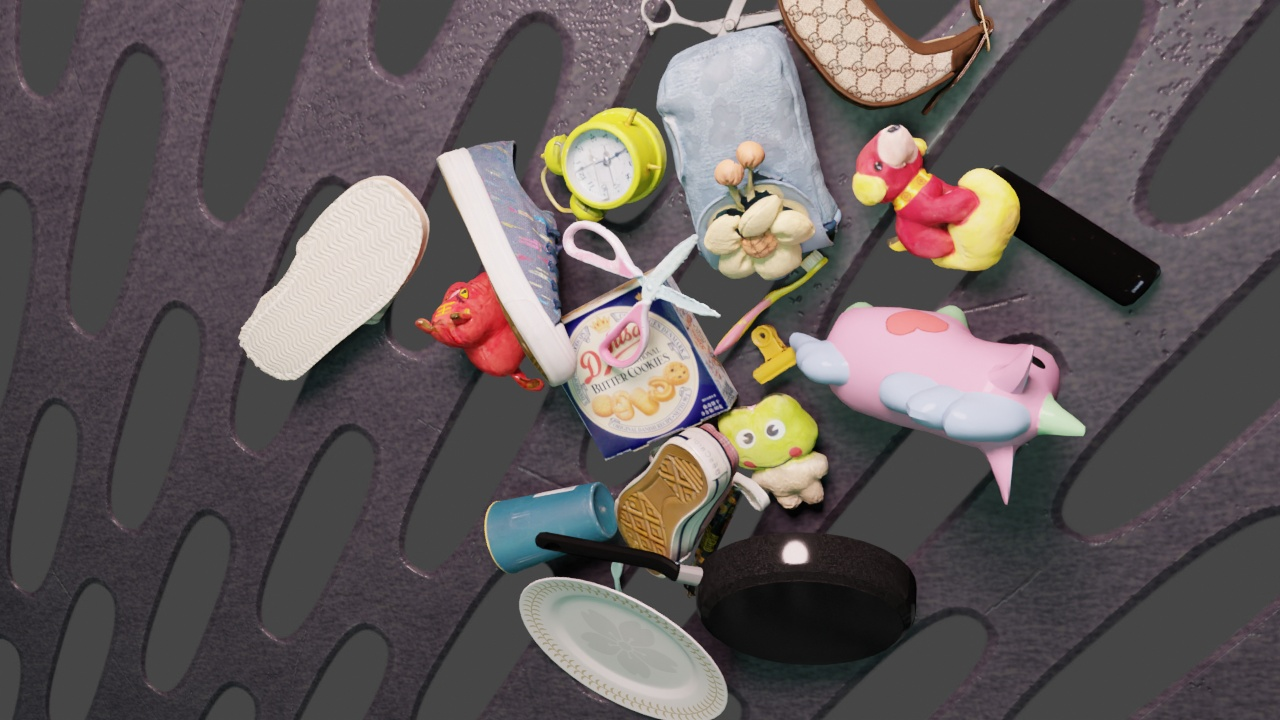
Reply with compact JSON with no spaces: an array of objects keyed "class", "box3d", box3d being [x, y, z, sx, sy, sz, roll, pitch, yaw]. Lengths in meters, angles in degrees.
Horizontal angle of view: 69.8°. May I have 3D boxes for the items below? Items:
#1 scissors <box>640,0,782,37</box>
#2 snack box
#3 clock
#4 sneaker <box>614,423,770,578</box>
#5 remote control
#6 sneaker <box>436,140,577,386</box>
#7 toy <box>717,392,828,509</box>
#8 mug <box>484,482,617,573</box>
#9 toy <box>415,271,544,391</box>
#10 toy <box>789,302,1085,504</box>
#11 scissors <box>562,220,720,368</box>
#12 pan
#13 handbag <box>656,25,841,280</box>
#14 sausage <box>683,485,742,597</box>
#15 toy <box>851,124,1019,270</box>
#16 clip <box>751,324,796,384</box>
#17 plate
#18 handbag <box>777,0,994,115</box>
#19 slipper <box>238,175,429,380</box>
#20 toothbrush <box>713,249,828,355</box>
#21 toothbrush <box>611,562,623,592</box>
[{"class":"scissors","box3d":[0.067,-0.258,0.749,0.141,0.014,0.175,13,119,8]},{"class":"snack box","box3d":[-0.005,0.005,0.866,0.145,0.042,0.145,-25,101,27]},{"class":"clock","box3d":[-0.034,-0.168,0.799,0.119,0.056,0.083,-21,103,32]},{"class":"sneaker","box3d":[0.045,0.125,0.868,0.118,0.087,0.242,49,147,16]},{"class":"remote control","box3d":[0.329,-0.097,0.716,0.152,0.020,0.041,35,119,7]},{"class":"sneaker","box3d":[-0.103,-0.092,0.832,0.079,0.087,0.235,-25,85,-8]},{"class":"toy","box3d":[0.128,0.088,0.852,0.092,0.043,0.118,-22,104,25]},{"class":"mug","box3d":[-0.089,0.168,0.949,0.121,0.078,0.078,-19,104,20]},{"class":"toy","box3d":[-0.151,-0.013,0.883,0.088,0.093,0.133,-31,100,27]},{"class":"toy","box3d":[0.218,0.013,0.715,0.222,0.170,0.120,7,113,17]},{"class":"scissors","box3d":[-0.009,-0.069,0.783,0.168,0.014,0.171,53,137,9]},{"class":"pan","box3d":[0.077,0.211,0.843,0.355,0.044,0.205,12,140,-5]},{"class":"handbag","box3d":[0.083,-0.156,0.725,0.122,0.118,0.192,-8,119,21]},{"class":"sausage","box3d":[0.071,0.180,0.923,0.020,0.020,0.156,24,117,9]},{"class":"toy","box3d":[0.227,-0.122,0.722,0.137,0.067,0.106,37,138,1]},{"class":"clip","box3d":[0.120,-0.008,0.824,0.054,0.045,0.048,-35,121,29]},{"class":"plate","box3d":[-0.019,0.304,0.970,0.243,0.016,0.243,18,138,17]},{"class":"handbag","box3d":[0.184,-0.266,0.681,0.139,0.063,0.166,-38,96,18]},{"class":"slipper","box3d":[-0.313,-0.079,0.937,0.114,0.053,0.273,45,114,-6]},{"class":"toothbrush","box3d":[0.111,-0.050,0.815,0.136,0.021,0.016,-42,89,25]},{"class":"toothbrush","box3d":[-0.022,0.270,0.997,0.022,0.017,0.135,6,115,17]}]
